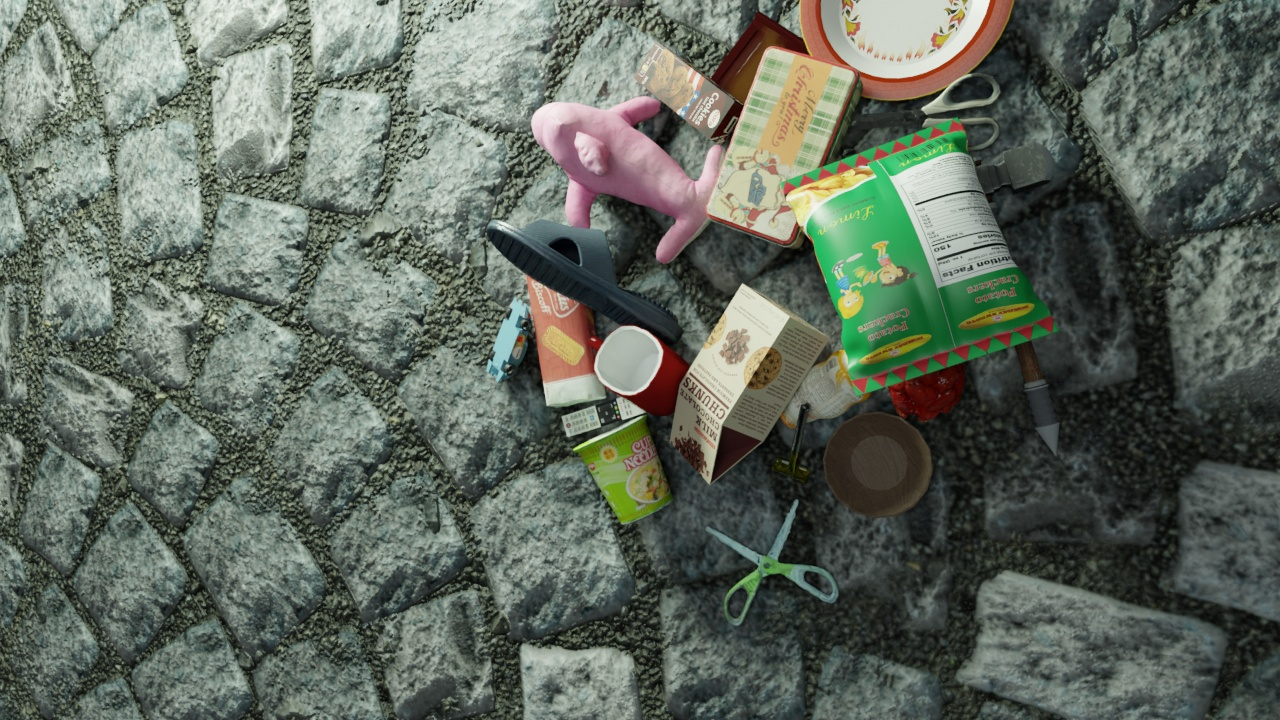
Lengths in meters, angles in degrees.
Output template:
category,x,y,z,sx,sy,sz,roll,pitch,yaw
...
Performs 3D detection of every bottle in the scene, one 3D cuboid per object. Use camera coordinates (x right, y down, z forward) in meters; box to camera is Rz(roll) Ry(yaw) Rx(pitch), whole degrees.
category,x,y,z,sx,sy,sz,roll,pitch,yaw
bottle,0.205,0.036,1.029,0.109,0.063,0.063,-36,77,31
bottle,0.297,0.003,0.978,0.099,0.098,0.111,-5,129,21

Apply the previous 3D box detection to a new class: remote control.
category,x,y,z,sx,sy,sz,roll,pitch,yaw
remote control,-0.040,0.066,1.150,0.124,0.011,0.028,-19,83,20

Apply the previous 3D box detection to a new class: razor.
category,x,y,z,sx,sy,sz,roll,pitch,yaw
razor,0.177,0.090,1.032,0.042,0.026,0.106,22,131,21

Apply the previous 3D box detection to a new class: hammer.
category,x,y,z,sx,sy,sz,roll,pitch,yaw
hammer,0.393,-0.058,0.970,0.156,0.043,0.322,-16,86,20

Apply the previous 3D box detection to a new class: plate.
category,x,y,z,sx,sy,sz,roll,pitch,yaw
plate,0.293,-0.401,1.018,0.230,0.021,0.229,0,90,21

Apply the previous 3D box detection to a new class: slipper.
category,x,y,z,sx,sy,sz,roll,pitch,yaw
slipper,-0.055,-0.112,1.089,0.263,0.101,0.082,30,77,-5

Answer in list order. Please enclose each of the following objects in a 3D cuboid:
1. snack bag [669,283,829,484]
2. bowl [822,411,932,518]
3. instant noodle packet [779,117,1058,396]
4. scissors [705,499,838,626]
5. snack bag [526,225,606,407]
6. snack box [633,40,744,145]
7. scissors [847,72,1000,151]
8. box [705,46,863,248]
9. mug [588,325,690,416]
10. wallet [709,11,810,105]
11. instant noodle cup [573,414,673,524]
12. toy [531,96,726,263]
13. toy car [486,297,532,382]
category,x,y,z,sx,sy,sz,roll,pitch,yaw
snack bag,0.109,0.031,1.039,0.206,0.069,0.094,-59,37,11
bowl,0.264,0.115,1.020,0.118,0.030,0.118,0,90,21
instant noodle packet,0.272,-0.109,0.927,0.196,0.090,0.252,-19,68,9
scissors,0.150,0.239,1.075,0.172,0.021,0.171,29,103,23
snack bag,-0.097,-0.056,1.159,0.078,0.041,0.225,-11,87,22
snack box,0.058,-0.317,1.086,0.141,0.031,0.051,46,113,27
scissors,0.309,-0.276,0.999,0.169,0.012,0.133,29,113,8
box,0.159,-0.236,1.024,0.118,0.050,0.205,25,97,19
mug,-0.006,0.006,1.084,0.116,0.096,0.080,31,88,30
wallet,0.140,-0.340,1.081,0.091,0.018,0.116,40,101,17
instant noodle cup,-0.014,0.133,1.100,0.099,0.098,0.108,-27,88,19
toy,-0.030,-0.236,1.089,0.265,0.127,0.187,31,96,13
toy car,-0.162,-0.025,1.184,0.060,0.027,0.108,35,106,53
